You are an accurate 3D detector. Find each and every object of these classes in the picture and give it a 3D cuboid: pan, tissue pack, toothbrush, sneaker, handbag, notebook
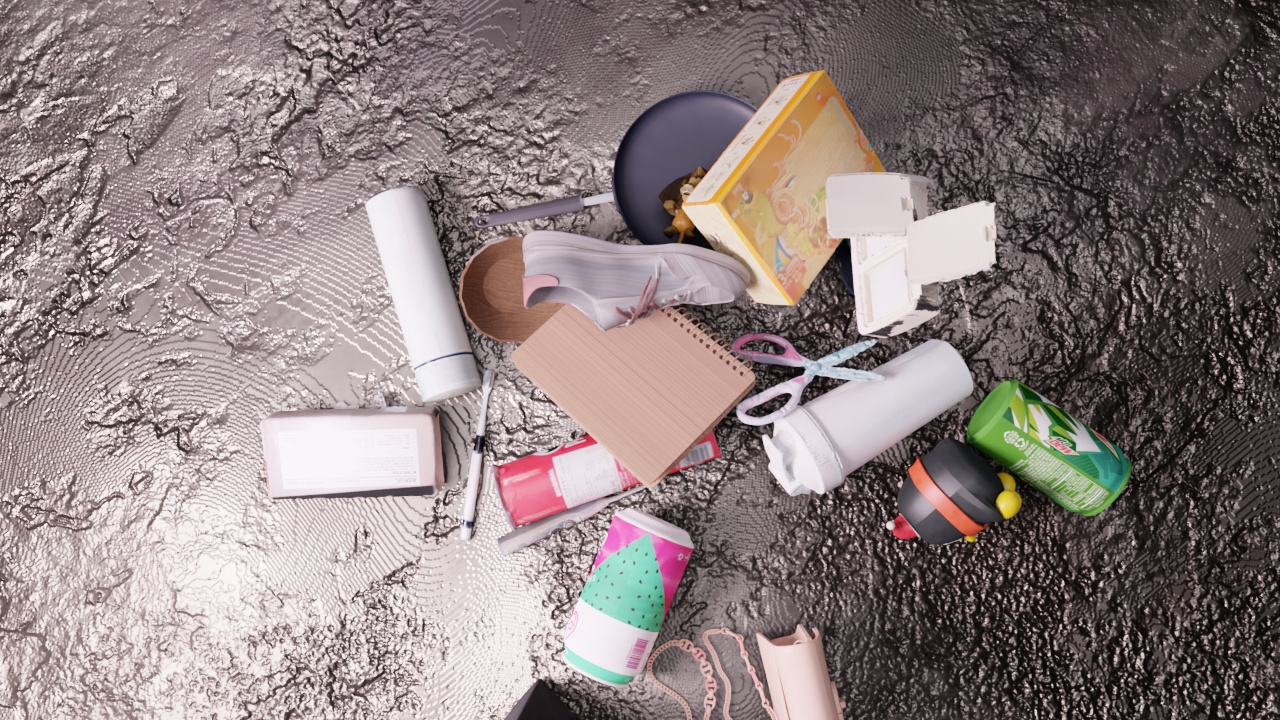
[{"bbox_3d":[-0.009,-0.187,1.022,0.356,0.021,0.198,-12,84,-1],"label":"pan"},{"bbox_3d":[-0.302,0.092,0.981,0.181,0.071,0.104,-2,99,3],"label":"tissue pack"},{"bbox_3d":[-0.178,0.101,0.995,0.012,0.017,0.186,7,84,4],"label":"toothbrush"},{"bbox_3d":[-0.010,-0.068,0.929,0.236,0.099,0.089,7,76,5],"label":"sneaker"},{"bbox_3d":[-0.159,0.422,0.883,0.196,0.176,0.072,-42,86,-1],"label":"handbag"},{"bbox_3d":[0.114,0.372,0.911,0.187,0.116,0.198,-13,84,-1],"label":"handbag"},{"bbox_3d":[-0.066,0.164,0.985,0.185,0.022,0.024,-23,51,-2],"label":"toothbrush"},{"bbox_3d":[-0.006,0.006,0.959,0.210,0.022,0.169,40,75,22],"label":"notebook"}]

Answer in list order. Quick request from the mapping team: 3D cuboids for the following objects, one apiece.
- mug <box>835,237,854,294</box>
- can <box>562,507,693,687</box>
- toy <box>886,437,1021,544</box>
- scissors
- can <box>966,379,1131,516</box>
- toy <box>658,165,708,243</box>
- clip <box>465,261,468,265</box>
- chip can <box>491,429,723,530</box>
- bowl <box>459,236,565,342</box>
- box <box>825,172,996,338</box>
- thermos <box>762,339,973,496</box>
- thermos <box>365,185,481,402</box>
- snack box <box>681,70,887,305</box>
[{"bbox_3d":[0.261,-0.099,0.991,0.077,0.071,0.105,-15,110,-1],"label":"mug"},{"bbox_3d":[-0.013,0.241,0.942,0.088,0.088,0.165,23,84,3],"label":"can"},{"bbox_3d":[0.316,0.144,0.950,0.099,0.097,0.119,44,108,5],"label":"toy"},{"bbox_3d":[0.165,0.020,0.952,0.173,0.014,0.158,11,51,25],"label":"scissors"},{"bbox_3d":[0.423,0.091,0.955,0.144,0.083,0.083,35,85,4],"label":"can"},{"bbox_3d":[0.051,-0.157,0.973,0.076,0.063,0.100,13,65,20],"label":"toy"},{"bbox_3d":[-0.154,-0.110,1.014,0.076,0.047,0.023,-23,85,-4],"label":"clip"},{"bbox_3d":[-0.034,0.106,0.966,0.233,0.073,0.073,-19,84,-2],"label":"chip can"},{"bbox_3d":[-0.138,-0.079,0.993,0.117,0.030,0.118,-5,110,-15],"label":"bowl"},{"bbox_3d":[0.229,-0.116,0.838,0.101,0.195,0.143,5,72,-21],"label":"box"},{"bbox_3d":[0.236,0.062,0.960,0.220,0.099,0.099,-28,84,-6],"label":"thermos"},{"bbox_3d":[-0.234,-0.070,0.991,0.068,0.068,0.230,-19,84,-1],"label":"thermos"},{"bbox_3d":[0.149,-0.176,0.951,0.145,0.081,0.195,48,70,-29],"label":"snack box"}]
